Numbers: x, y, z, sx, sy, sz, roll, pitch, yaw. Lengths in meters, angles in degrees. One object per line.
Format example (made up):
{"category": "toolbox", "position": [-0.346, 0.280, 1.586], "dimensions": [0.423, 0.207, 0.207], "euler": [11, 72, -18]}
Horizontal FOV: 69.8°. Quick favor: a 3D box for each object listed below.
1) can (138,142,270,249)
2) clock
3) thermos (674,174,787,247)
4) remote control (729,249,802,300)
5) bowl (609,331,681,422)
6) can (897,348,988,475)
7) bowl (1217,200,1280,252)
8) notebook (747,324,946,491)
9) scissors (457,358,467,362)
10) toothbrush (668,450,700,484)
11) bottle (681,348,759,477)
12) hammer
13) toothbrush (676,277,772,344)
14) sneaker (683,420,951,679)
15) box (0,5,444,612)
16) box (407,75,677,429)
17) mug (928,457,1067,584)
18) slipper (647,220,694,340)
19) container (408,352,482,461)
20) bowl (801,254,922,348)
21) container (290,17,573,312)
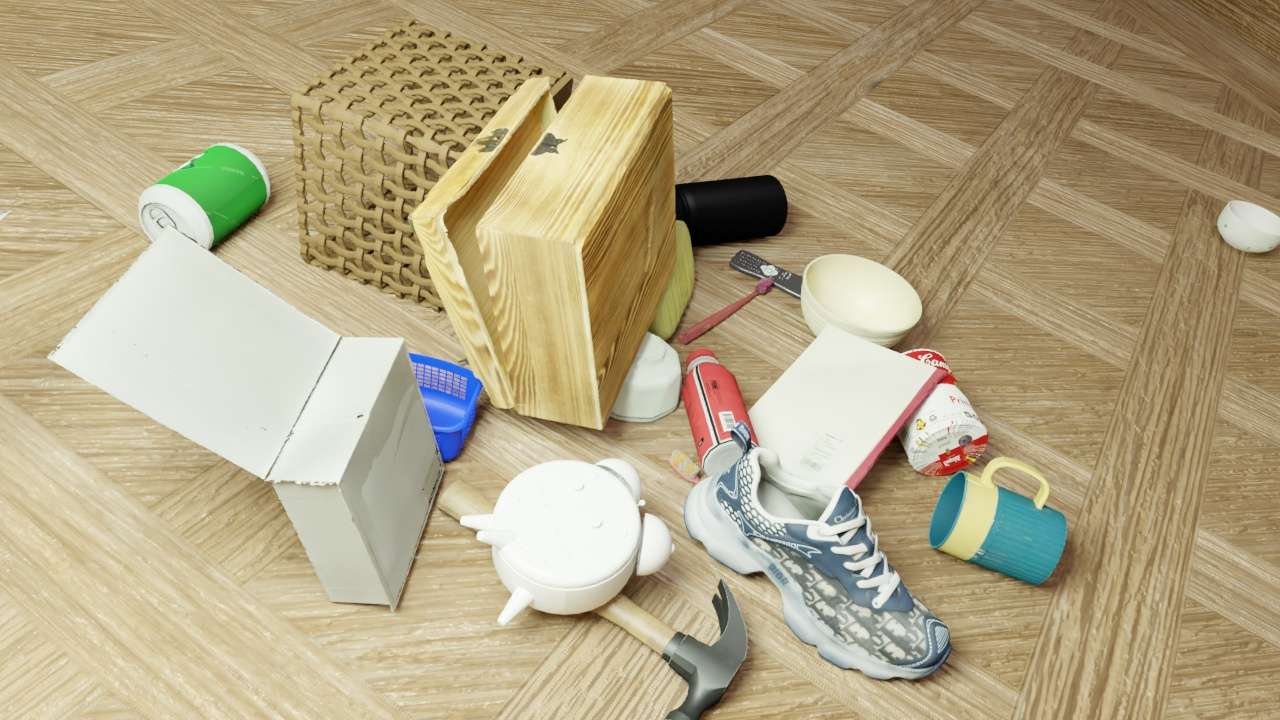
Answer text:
{"category": "can", "position": [-0.498, -0.185, 1.054], "dimensions": [0.088, 0.088, 0.139], "euler": [20, 41, 5]}
{"category": "clock", "position": [-0.060, 0.143, 0.779], "dimensions": [0.160, 0.073, 0.125], "euler": [-15, 51, -21]}
{"category": "thermos", "position": [0.094, -0.200, 1.243], "dimensions": [0.198, 0.086, 0.086], "euler": [-11, 47, -27]}
{"category": "remote control", "position": [0.181, -0.115, 1.232], "dimensions": [0.124, 0.009, 0.046], "euler": [27, 43, 14]}
{"category": "bowl", "position": [-0.006, 0.006, 1.006], "dimensions": [0.117, 0.061, 0.117], "euler": [8, 41, -7]}
{"category": "can", "position": [0.323, 0.058, 1.025], "dimensions": [0.086, 0.087, 0.116], "euler": [2, 42, -14]}
{"category": "bowl", "position": [1.042, -0.224, 1.571], "dimensions": [0.105, 0.054, 0.104], "euler": [10, 40, -9]}
{"category": "notebook", "position": [0.209, 0.050, 0.990], "dimensions": [0.153, 0.012, 0.208], "euler": [26, 56, 35]}
{"category": "scissors", "position": [-0.129, -0.023, 1.040], "dimensions": [0.163, 0.013, 0.154], "euler": [3, 42, -11]}
{"category": "toothbrush", "position": [0.096, 0.152, 0.909], "dimensions": [0.015, 0.016, 0.184], "euler": [-30, 59, -36]}
{"category": "bottle", "position": [0.080, 0.050, 0.975], "dimensions": [0.062, 0.062, 0.176], "euler": [4, 35, -12]}
{"category": "hammer", "position": [-0.050, 0.192, 0.809], "dimensions": [0.305, 0.040, 0.132], "euler": [30, 47, 18]}
{"category": "toothbrush", "position": [0.110, -0.065, 1.151], "dimensions": [0.016, 0.017, 0.189], "euler": [37, 46, 23]}
{"category": "sneaker", "position": [0.169, 0.167, 0.817], "dimensions": [0.269, 0.133, 0.103], "euler": [37, 46, 16]}
{"category": "box", "position": [-0.296, -0.014, 0.680], "dimensions": [0.119, 0.479, 0.166], "euler": [-17, 36, 21]}
{"category": "box", "position": [-0.071, -0.111, 0.920], "dimensions": [0.168, 0.245, 0.278], "euler": [6, 45, 16]}
{"category": "mug", "position": [0.360, 0.154, 0.910], "dimensions": [0.107, 0.114, 0.083], "euler": [22, 19, 6]}
{"category": "slipper", "position": [0.017, -0.095, 1.120], "dimensions": [0.082, 0.092, 0.190], "euler": [-3, 39, 18]}
{"category": "container", "position": [-0.220, 0.047, 0.899], "dimensions": [0.114, 0.058, 0.096], "euler": [14, 41, 0]}
{"category": "bowl", "position": [0.265, -0.058, 1.145], "dimensions": [0.150, 0.075, 0.150], "euler": [8, 41, -7]}
{"category": "container", "position": [-0.235, -0.226, 1.074], "dimensions": [0.214, 0.220, 0.250], "euler": [20, 41, 6]}
